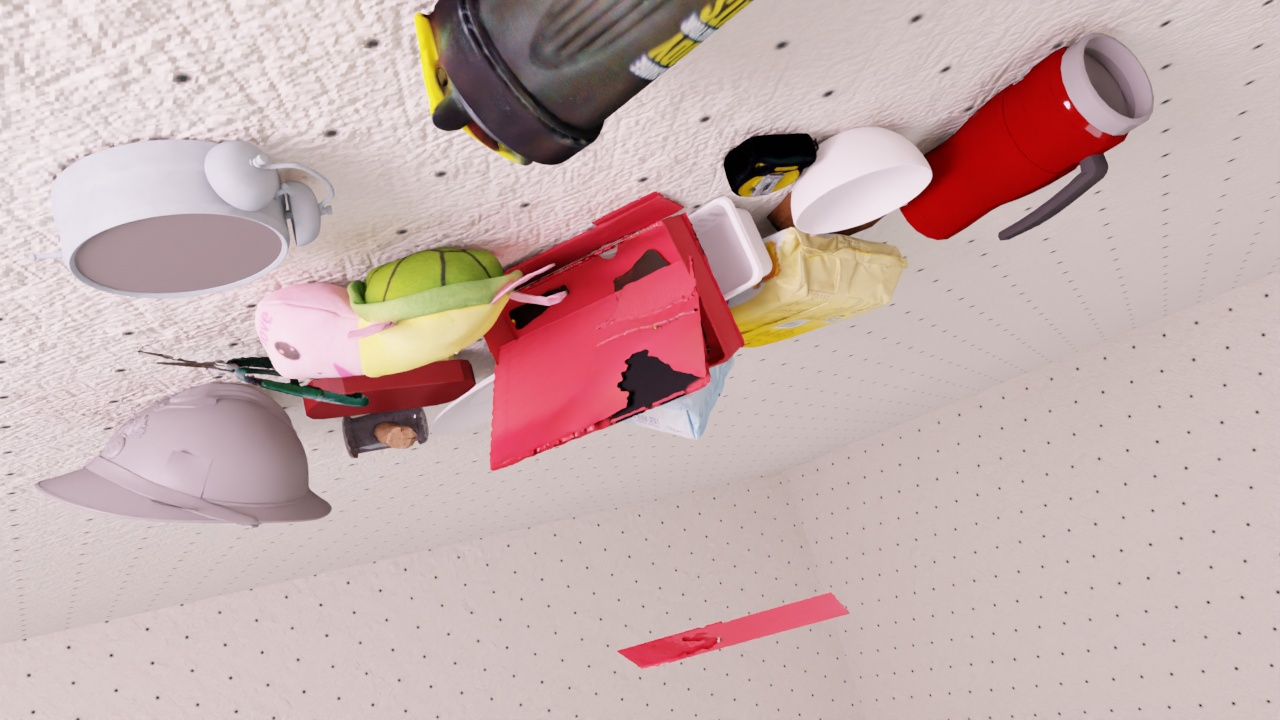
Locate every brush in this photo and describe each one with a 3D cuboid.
[{"bbox_3d":[-0.258,0.021,0.945,0.173,0.042,0.082,-6,163,-36],"label":"brush"}]

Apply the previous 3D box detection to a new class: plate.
[{"bbox_3d":[-0.139,0.026,1.016,0.208,0.015,0.209,-28,171,-5],"label":"plate"},{"bbox_3d":[0.185,-0.140,0.855,0.131,0.025,0.131,-15,166,-4],"label":"plate"}]

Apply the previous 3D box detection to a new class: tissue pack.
[{"bbox_3d":[-0.005,0.005,0.898,0.182,0.111,0.070,13,146,22],"label":"tissue pack"}]

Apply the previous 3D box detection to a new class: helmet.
[{"bbox_3d":[-0.409,0.079,0.871,0.184,0.117,0.270,12,178,35],"label":"helmet"}]

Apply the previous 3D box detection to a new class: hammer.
[{"bbox_3d":[-0.267,0.078,0.976,0.098,0.052,0.329,-11,-179,-17],"label":"hammer"}]

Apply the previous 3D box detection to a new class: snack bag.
[{"bbox_3d":[0.129,-0.063,0.924,0.159,0.068,0.248,0,168,-37],"label":"snack bag"}]

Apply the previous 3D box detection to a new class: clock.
[{"bbox_3d":[-0.259,-0.083,0.536,0.159,0.045,0.122,-16,167,5],"label":"clock"}]

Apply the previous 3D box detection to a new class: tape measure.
[{"bbox_3d":[0.096,-0.148,0.706,0.061,0.034,0.061,-9,166,-24],"label":"tape measure"}]

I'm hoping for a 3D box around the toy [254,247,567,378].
[{"bbox_3d":[-0.177,-0.038,0.716,0.238,0.087,0.190,-13,-178,4],"label":"toy"}]

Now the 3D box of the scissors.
[{"bbox_3d":[-0.311,0.011,0.778,0.202,0.015,0.204,13,-177,1],"label":"scissors"}]

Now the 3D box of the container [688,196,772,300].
[{"bbox_3d":[0.057,-0.086,0.825,0.130,0.080,0.049,-28,173,39],"label":"container"}]

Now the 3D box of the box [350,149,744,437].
[{"bbox_3d":[-0.121,-0.136,0.712,0.215,0.170,0.478,-22,134,25],"label":"box"}]

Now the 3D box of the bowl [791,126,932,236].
[{"bbox_3d":[0.172,-0.152,0.745,0.114,0.050,0.115,-15,166,-4],"label":"bowl"}]

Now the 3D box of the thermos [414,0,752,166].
[{"bbox_3d":[-0.004,-0.170,0.403,0.221,0.098,0.098,-28,162,29],"label":"thermos"}]

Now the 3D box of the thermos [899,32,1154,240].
[{"bbox_3d":[0.304,-0.162,0.741,0.083,0.108,0.199,-10,167,-28],"label":"thermos"}]
